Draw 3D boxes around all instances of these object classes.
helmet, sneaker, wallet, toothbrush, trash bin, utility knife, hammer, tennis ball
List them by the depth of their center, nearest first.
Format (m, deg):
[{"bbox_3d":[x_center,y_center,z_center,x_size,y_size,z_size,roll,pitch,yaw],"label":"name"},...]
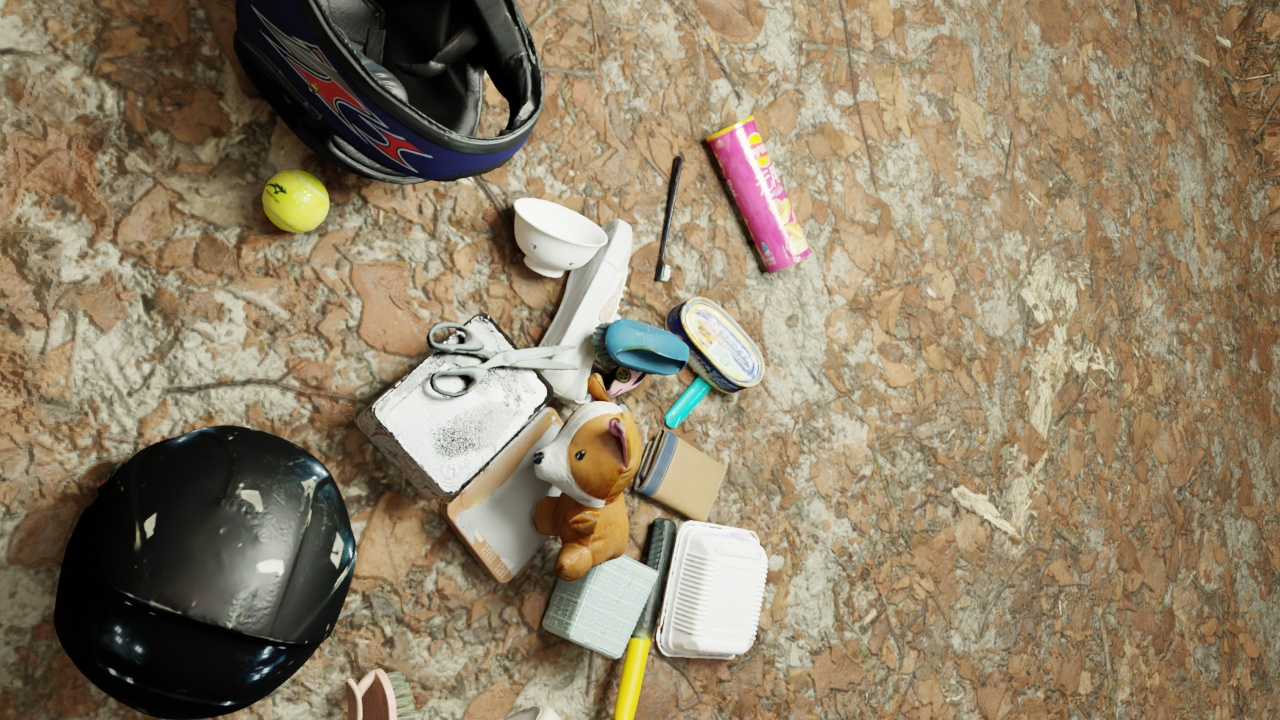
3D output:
[{"bbox_3d":[-0.370,0.173,0.818,0.233,0.231,0.274,27,51,-29],"label":"helmet"},{"bbox_3d":[-0.253,-0.296,0.921,0.246,0.241,0.315,-37,93,-31],"label":"helmet"},{"bbox_3d":[-0.356,-0.165,0.949,0.065,0.066,0.065,4,82,-32],"label":"tennis ball"},{"bbox_3d":[-0.114,0.483,0.956,0.226,0.228,0.192,-27,87,-32],"label":"trash bin"},{"bbox_3d":[-0.001,0.335,1.104,0.033,0.129,0.300,15,62,-1],"label":"hammer"},{"bbox_3d":[-0.050,-0.058,1.119,0.090,0.090,0.241,34,68,-28],"label":"sneaker"},{"bbox_3d":[0.052,0.152,1.194,0.115,0.033,0.090,32,71,-27],"label":"wallet"},{"bbox_3d":[0.041,-0.192,1.236,0.018,0.016,0.181,16,77,-36],"label":"toothbrush"},{"bbox_3d":[0.080,0.034,1.236,0.029,0.013,0.151,50,64,-15],"label":"utility knife"}]

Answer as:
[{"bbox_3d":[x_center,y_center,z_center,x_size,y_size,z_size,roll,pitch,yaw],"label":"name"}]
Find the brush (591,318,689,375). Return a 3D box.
[{"bbox_3d":[0.011,-0.015,1.076,0.143,0.074,0.055,16,77,-50],"label":"brush"}]

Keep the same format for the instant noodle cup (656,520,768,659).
[{"bbox_3d":[0.101,0.301,1.179,0.138,0.060,0.173,15,82,-31],"label":"instant noodle cup"}]

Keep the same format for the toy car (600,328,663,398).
[{"bbox_3d":[-0.007,0.007,1.158,0.122,0.056,0.037,-45,104,-28],"label":"toy car"}]

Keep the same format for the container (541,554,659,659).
[{"bbox_3d":[-0.051,0.280,1.080,0.090,0.090,0.111,32,71,-25],"label":"container"}]

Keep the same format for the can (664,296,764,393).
[{"bbox_3d":[0.099,-0.020,1.220,0.148,0.049,0.074,46,64,-10],"label":"can"}]

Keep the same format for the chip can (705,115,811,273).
[{"bbox_3d":[0.168,-0.231,1.287,0.071,0.072,0.210,-32,102,-31],"label":"chip can"}]

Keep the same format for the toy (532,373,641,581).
[{"bbox_3d":[-0.060,0.125,0.986,0.130,0.140,0.200,6,116,-29],"label":"toy"}]

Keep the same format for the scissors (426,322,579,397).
[{"bbox_3d":[-0.150,-0.008,0.992,0.156,0.014,0.168,49,61,-11],"label":"scissors"}]

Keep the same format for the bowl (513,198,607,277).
[{"bbox_3d":[-0.106,-0.139,1.098,0.118,0.118,0.065,11,117,-31],"label":"bowl"}]

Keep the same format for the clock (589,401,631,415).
[{"bbox_3d":[-0.034,0.103,1.110,0.122,0.055,0.082,64,17,-52],"label":"clock"}]

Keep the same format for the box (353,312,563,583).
[{"bbox_3d":[-0.166,0.102,1.030,0.260,0.105,0.178,51,61,-11],"label":"box"}]

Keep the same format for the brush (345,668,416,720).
[{"bbox_3d":[-0.269,0.392,0.941,0.073,0.063,0.145,-1,84,-43],"label":"brush"}]
